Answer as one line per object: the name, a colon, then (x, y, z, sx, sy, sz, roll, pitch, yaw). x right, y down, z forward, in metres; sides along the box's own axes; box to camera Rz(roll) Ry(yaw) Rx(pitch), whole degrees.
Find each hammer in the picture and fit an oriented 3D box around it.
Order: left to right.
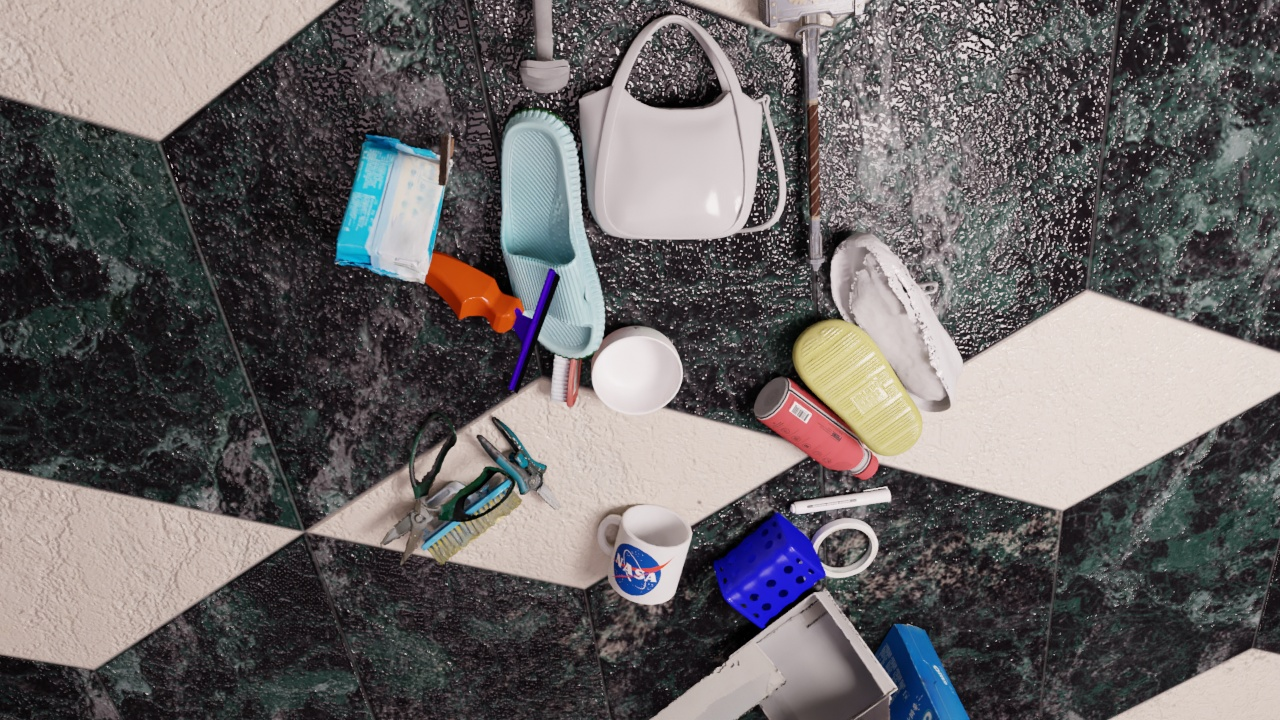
hammer: (0.181, -0.245, 0.963, 0.098, 0.044, 0.322, -8, 118, -2)

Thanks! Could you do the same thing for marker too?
marker: (0.263, 0.185, 1.210, 0.133, 0.017, 0.020, -8, 81, -2)

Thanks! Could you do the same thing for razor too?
razor: (-0.094, -0.325, 0.887, 0.047, 0.088, 0.116, -2, 98, -5)

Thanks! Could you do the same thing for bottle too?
bottle: (0.223, 0.090, 1.131, 0.176, 0.062, 0.062, 35, 108, -21)

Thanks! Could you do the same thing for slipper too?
slipper: (-0.104, -0.122, 0.966, 0.116, 0.069, 0.276, 8, 117, 27)
slipper: (0.259, 0.028, 1.094, 0.092, 0.081, 0.190, -40, 97, 10)
slipper: (0.304, -0.048, 1.064, 0.112, 0.074, 0.247, -19, 120, 39)

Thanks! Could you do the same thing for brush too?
brush: (-0.187, -0.202, 0.891, 0.008, 0.143, 0.045, 4, 108, -10)
brush: (-0.217, 0.185, 1.140, 0.136, 0.055, 0.075, -37, 93, 12)
brush: (-0.080, -0.026, 1.056, 0.030, 0.040, 0.173, 11, 114, 5)

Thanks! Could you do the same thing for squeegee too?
squeegee: (-0.188, -0.075, 0.996, 0.185, 0.055, 0.250, 28, 146, -1)

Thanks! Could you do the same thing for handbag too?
handbag: (0.044, -0.239, 0.951, 0.215, 0.095, 0.223, 0, 105, -7)

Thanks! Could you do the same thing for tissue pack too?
tissue pack: (-0.248, -0.153, 0.933, 0.093, 0.062, 0.144, 12, 79, -8)

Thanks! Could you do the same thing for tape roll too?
tape roll: (0.276, 0.256, 1.250, 0.093, 0.013, 0.093, -2, 117, -5)

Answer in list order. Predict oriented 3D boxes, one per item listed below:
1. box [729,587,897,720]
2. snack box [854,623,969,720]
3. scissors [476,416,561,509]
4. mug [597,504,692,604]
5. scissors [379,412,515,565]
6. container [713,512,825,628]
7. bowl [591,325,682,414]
box: (0.257, 0.509, 1.103, 0.167, 0.505, 0.148, -43, 118, 14)
snack box: (0.359, 0.526, 1.295, 0.056, 0.195, 0.239, 17, 114, -13)
scissors: (-0.143, 0.126, 1.128, 0.128, 0.019, 0.138, 1, 88, -36)
mug: (-0.002, 0.241, 1.178, 0.121, 0.090, 0.090, 24, 117, 21)
scissors: (-0.262, 0.153, 1.112, 0.210, 0.015, 0.154, -34, 89, 14)
container: (0.169, 0.274, 1.208, 0.114, 0.085, 0.084, -43, 114, 14)
bowl: (-0.006, 0.006, 1.069, 0.105, 0.054, 0.105, -3, 119, -6)
